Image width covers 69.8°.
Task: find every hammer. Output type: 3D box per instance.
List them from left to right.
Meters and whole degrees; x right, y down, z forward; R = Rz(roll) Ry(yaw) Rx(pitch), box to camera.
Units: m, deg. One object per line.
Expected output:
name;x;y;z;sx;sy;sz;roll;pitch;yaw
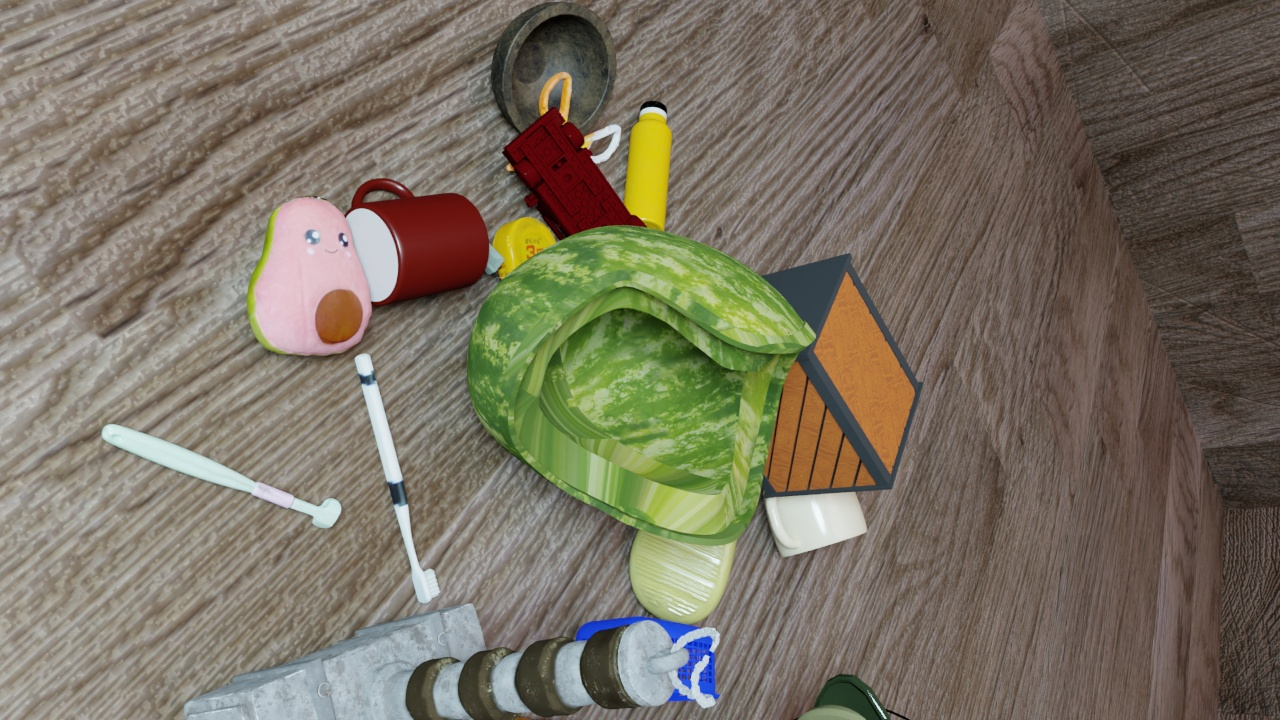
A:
hammer;-0.086;0.179;0.504;0.176;0.327;0.079;-7;78;-56

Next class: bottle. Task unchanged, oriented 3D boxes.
bottle;0.008;-0.195;0.929;0.043;0.043;0.143;25;62;-43

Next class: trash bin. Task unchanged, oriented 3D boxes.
trash bin;0.160;0.020;0.891;0.172;0.140;0.139;53;47;-26

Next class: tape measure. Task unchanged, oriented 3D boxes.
tape measure;-0.100;-0.092;0.788;0.068;0.030;0.059;-16;92;-52

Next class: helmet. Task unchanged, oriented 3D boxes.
helmet;-0.004;0.004;0.719;0.242;0.247;0.213;-63;168;-66
helmet;0.130;0.403;0.729;0.249;0.256;0.233;-27;98;-49

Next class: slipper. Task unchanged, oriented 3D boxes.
slipper;0.051;0.150;0.862;0.082;0.091;0.190;82;28;-76

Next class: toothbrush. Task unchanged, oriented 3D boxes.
toothbrush;-0.258;0.073;0.575;0.154;0.015;0.022;33;88;-38
toothbrush;-0.177;0.085;0.668;0.017;0.012;0.187;-18;94;-63

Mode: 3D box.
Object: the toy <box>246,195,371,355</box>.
toy;-0.225;-0.057;0.620;0.089;0.051;0.110;0;79;-50

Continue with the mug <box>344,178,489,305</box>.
mug;-0.176;-0.095;0.680;0.082;0.073;0.105;-21;67;-49

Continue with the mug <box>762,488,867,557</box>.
mug;0.175;0.152;0.988;0.120;0.096;0.099;-5;73;-45

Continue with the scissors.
scissors;-0.065;-0.195;0.824;0.131;0.011;0.125;-13;125;-37

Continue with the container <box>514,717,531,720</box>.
container;-0.042;0.376;0.609;0.162;0.184;0.249;25;62;-40

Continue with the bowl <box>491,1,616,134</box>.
bowl;-0.086;-0.258;0.815;0.121;0.056;0.121;-25;132;-32

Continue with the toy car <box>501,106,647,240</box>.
toy car;-0.053;-0.138;0.812;0.070;0.062;0.170;-42;118;-9

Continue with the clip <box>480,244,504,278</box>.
clip;-0.144;-0.100;0.742;0.076;0.044;0.023;51;45;-25

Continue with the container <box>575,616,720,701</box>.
container;0.004;0.251;0.768;0.114;0.096;0.058;25;57;-43
